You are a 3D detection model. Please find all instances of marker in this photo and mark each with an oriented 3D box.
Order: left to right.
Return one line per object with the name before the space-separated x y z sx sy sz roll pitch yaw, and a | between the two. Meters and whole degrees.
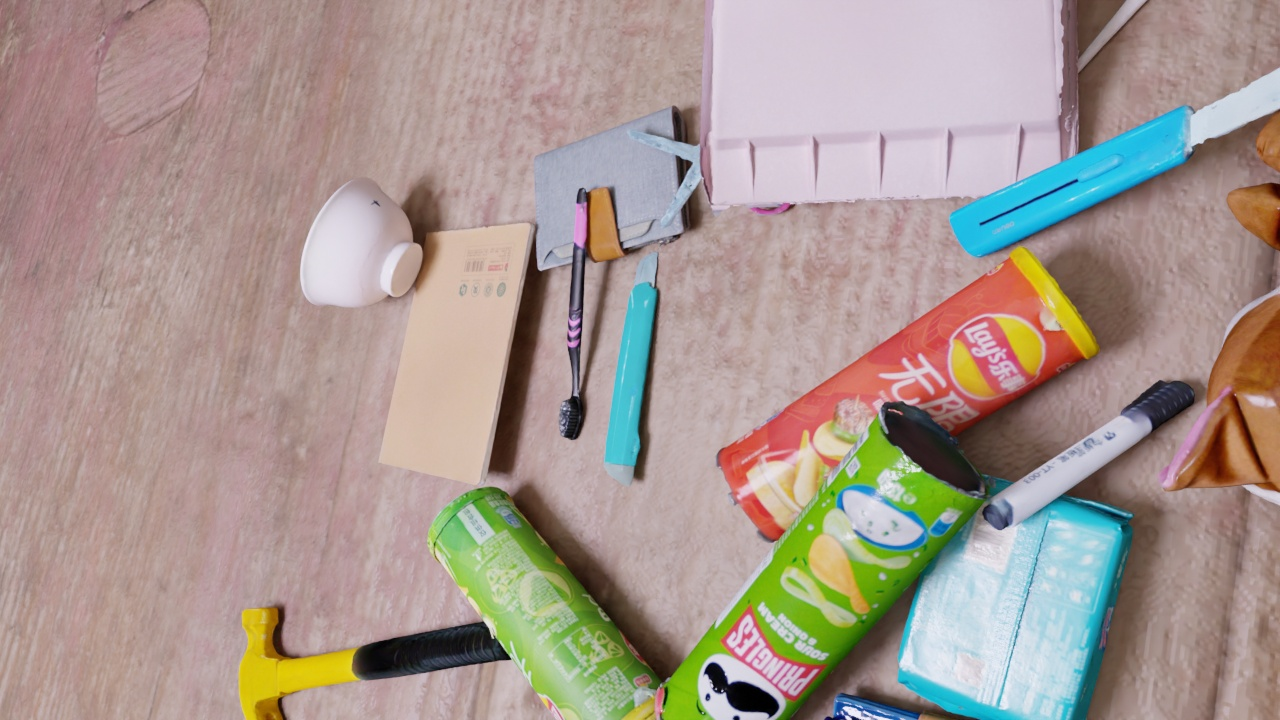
marker | 0.230 0.048 0.473 0.130 0.018 0.022 -29 26 -10

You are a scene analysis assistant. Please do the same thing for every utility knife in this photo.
utility knife | -0.004 0.004 0.669 0.029 0.013 0.176 2 77 30
utility knife | 0.249 -0.104 0.471 0.219 0.018 0.034 -28 64 55

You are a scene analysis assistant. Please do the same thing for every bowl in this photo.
bowl | -0.228 -0.089 0.785 0.065 0.118 0.118 24 93 9

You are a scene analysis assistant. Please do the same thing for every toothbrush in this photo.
toothbrush | -0.049 -0.034 0.683 0.014 0.017 0.189 4 93 29
toothbrush | 0.289 -0.214 0.530 0.180 0.016 0.016 -50 61 13

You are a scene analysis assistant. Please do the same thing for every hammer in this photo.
hammer | -0.221 0.245 0.740 0.301 0.032 0.128 -19 70 28

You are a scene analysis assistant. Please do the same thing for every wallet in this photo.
wallet | -0.026 -0.127 0.698 0.130 0.037 0.106 -11 73 30
wallet | 0.161 0.247 0.496 0.133 0.040 0.106 4 90 33

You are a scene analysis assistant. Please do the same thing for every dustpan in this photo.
dustpan | 0.148 -0.239 0.549 0.223 0.274 0.138 3 36 15

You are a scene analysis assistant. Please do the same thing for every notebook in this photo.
notebook | -0.154 -0.009 0.754 0.148 0.008 0.207 3 81 44

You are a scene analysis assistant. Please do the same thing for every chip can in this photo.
chip can | -0.066 0.179 0.633 0.221 0.072 0.073 43 103 31
chip can | 0.094 0.133 0.510 0.072 0.072 0.236 47 119 31
chip can | 0.148 0.025 0.534 0.217 0.073 0.073 -37 62 22

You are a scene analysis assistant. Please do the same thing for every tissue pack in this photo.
tissue pack | 0.198 0.131 0.490 0.093 0.050 0.133 15 88 33

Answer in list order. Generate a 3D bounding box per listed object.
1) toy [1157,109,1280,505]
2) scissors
toy | 0.315 -0.020 0.412 0.140 0.130 0.199 15 93 -1
scissors | 0.051 -0.146 0.649 0.133 0.017 0.133 23 78 16
